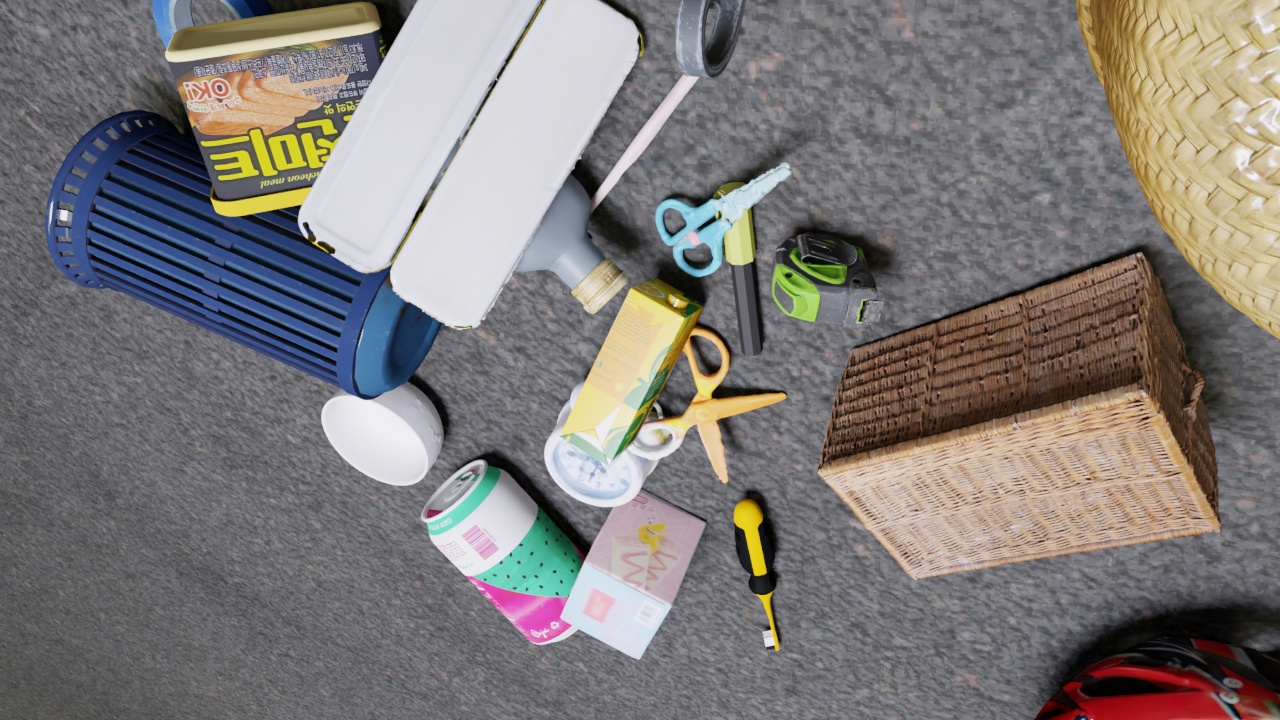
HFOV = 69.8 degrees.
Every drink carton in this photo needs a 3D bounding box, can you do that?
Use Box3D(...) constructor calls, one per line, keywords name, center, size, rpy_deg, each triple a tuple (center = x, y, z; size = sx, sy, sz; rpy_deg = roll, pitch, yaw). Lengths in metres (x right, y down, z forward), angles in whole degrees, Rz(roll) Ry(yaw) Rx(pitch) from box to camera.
Box3D(name="drink carton", center=(-0.004, 0.004, 0.623), size=(0.041, 0.058, 0.123), rpy_deg=(30, 109, 9))

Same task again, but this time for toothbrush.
Box3D(name="toothbrush", center=(0.102, 0.186, 0.772), size=(0.031, 0.031, 0.197), rpy_deg=(-12, 128, 4))
Box3D(name="toothbrush", center=(-0.008, -0.122, 0.583), size=(0.018, 0.015, 0.182), rpy_deg=(33, 135, -11))

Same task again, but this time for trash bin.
Box3D(name="trash bin", center=(-0.275, -0.072, 0.674), size=(0.249, 0.138, 0.140), rpy_deg=(23, 133, 6))

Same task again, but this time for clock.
Box3D(name="clock", center=(-0.024, 0.061, 0.718), size=(0.089, 0.051, 0.126), rpy_deg=(31, 130, 0))

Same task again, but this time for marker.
Box3D(name="marker", center=(0.065, -0.056, 0.598), size=(0.021, 0.017, 0.124), rpy_deg=(6, 129, 23))

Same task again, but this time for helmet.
Box3D(name="helmet", center=(0.377, 0.291, 0.625), size=(0.217, 0.166, 0.273), rpy_deg=(24, 133, 7))

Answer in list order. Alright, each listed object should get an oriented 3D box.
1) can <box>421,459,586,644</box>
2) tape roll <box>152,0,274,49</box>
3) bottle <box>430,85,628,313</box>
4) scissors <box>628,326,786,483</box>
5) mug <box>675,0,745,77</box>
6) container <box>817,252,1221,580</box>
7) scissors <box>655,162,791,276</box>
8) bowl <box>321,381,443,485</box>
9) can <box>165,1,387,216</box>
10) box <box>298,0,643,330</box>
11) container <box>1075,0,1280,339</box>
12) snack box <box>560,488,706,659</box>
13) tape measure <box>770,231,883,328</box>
Box3D(name="can", center=(-0.114, 0.173, 0.826), size=(0.088, 0.088, 0.166), rpy_deg=(-25, 113, 38))
Box3D(name="tape roll", center=(-0.292, -0.228, 0.636), size=(0.093, 0.016, 0.091), rpy_deg=(-24, 113, 38))
Box3D(name="bottle", center=(-0.074, -0.099, 0.582), size=(0.161, 0.072, 0.046), rpy_deg=(47, 151, -5))
Box3D(name="scissors", center=(0.042, 0.036, 0.664), size=(0.128, 0.011, 0.125), rpy_deg=(-15, 109, 10))
Box3D(name="mug", center=(0.037, -0.201, 0.429), size=(0.081, 0.110, 0.117), rpy_deg=(9, 130, 20))
Box3D(name="container", center=(0.219, 0.041, 0.537), size=(0.199, 0.113, 0.113), rpy_deg=(-21, 120, 39))
Box3D(name="scissors", center=(0.051, -0.090, 0.557), size=(0.056, 0.015, 0.137), rpy_deg=(56, 146, -4))
Box3D(name="bowl", center=(-0.221, 0.055, 0.807), size=(0.105, 0.054, 0.105), rpy_deg=(13, 133, 15))
Box3D(name="can", center=(-0.217, -0.161, 0.582), size=(0.130, 0.072, 0.101), rpy_deg=(-13, 126, -11))
Box3D(name="box", center=(-0.100, -0.132, 0.536), size=(0.127, 0.023, 0.209), rpy_deg=(32, 96, -1))
Box3D(name="container", center=(0.311, -0.132, 0.296), size=(0.307, 0.196, 0.308), rpy_deg=(14, 129, 17))
Box3D(name="snack box", center=(-0.007, 0.176, 0.771), size=(0.079, 0.094, 0.093), rpy_deg=(27, 134, 5))
Box3D(name="tape measure", center=(0.108, -0.052, 0.549), size=(0.058, 0.065, 0.036), rpy_deg=(-1, 133, -3))
